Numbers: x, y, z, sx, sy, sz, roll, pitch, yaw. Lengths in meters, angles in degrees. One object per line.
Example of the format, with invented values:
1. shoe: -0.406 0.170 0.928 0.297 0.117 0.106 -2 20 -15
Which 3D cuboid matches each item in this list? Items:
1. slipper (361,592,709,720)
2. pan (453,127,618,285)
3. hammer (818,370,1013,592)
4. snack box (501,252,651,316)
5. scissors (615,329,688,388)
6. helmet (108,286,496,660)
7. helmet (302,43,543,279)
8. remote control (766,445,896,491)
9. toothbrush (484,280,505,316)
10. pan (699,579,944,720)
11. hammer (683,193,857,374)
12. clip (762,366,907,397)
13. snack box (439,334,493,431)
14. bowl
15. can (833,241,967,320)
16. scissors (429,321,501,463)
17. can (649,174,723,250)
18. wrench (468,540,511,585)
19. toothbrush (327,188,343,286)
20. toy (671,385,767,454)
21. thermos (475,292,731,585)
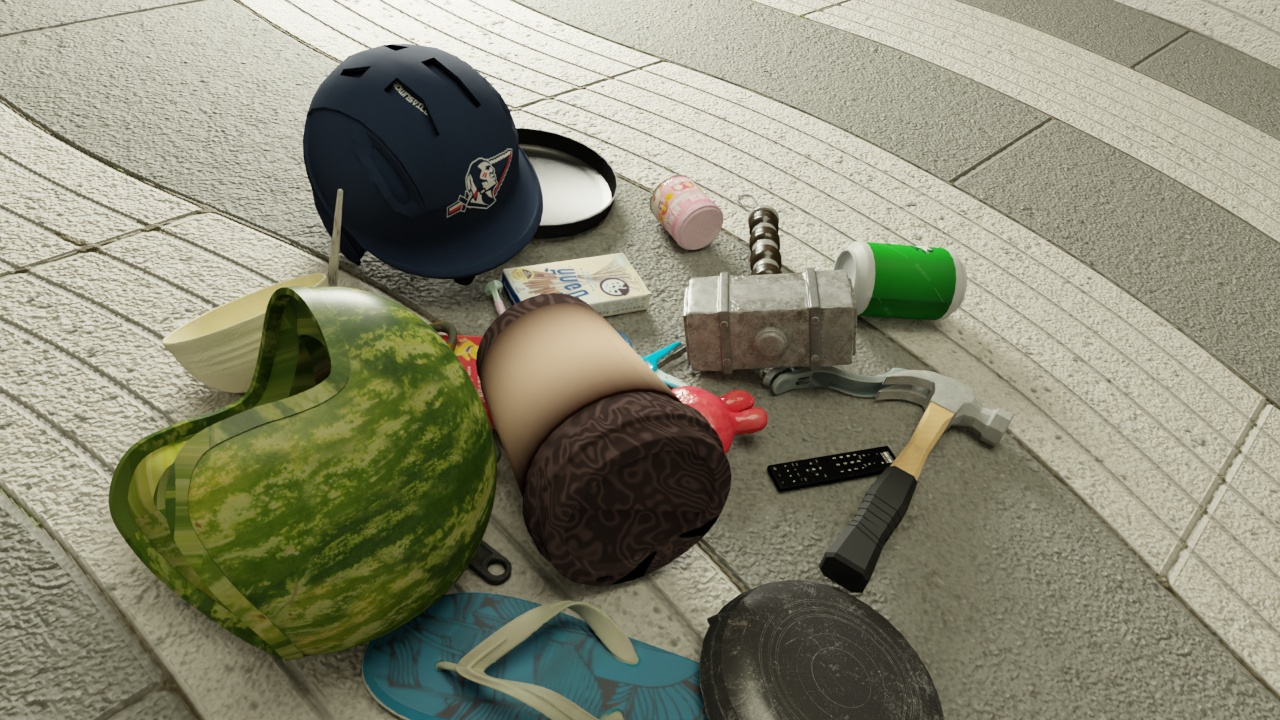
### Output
1. slipper: -0.055 0.228 0.680 0.295 0.060 0.118 14 39 1
2. pan: -0.156 -0.187 1.120 0.225 0.034 0.355 16 42 3
3. hammer: 0.254 0.107 0.883 0.131 0.039 0.327 29 40 18
4. snack box: -0.072 -0.080 1.031 0.149 0.026 0.082 -11 47 -24
5. scissors: -0.006 0.005 0.967 0.140 0.011 0.133 36 49 25
6. helmet: -0.221 0.080 0.670 0.243 0.214 0.246 50 56 -22
7. helmet: -0.227 -0.212 0.984 0.272 0.224 0.231 45 60 -1
8. remote control: 0.193 0.106 0.907 0.140 0.009 0.030 -7 46 -20
9. toothbrush: -0.139 -0.032 0.971 0.022 0.015 0.154 -28 50 2
10. pan: 0.110 0.285 0.641 0.208 0.040 0.355 32 38 10
11. hammer: 0.146 -0.109 1.062 0.177 0.080 0.325 -3 36 8
12. clip: 0.221 -0.002 1.021 0.165 0.032 0.164 13 41 2
13. snack box: -0.189 0.026 0.891 0.089 0.021 0.132 2 43 -12
14. bowl: -0.345 -0.017 0.841 0.151 0.075 0.150 -18 20 7
15. can: 0.308 -0.094 1.095 0.140 0.088 0.087 3 43 -11
16. scissors: -0.218 0.042 0.839 0.230 0.016 0.224 27 47 20
17. can: 0.058 -0.185 1.146 0.067 0.067 0.076 -14 48 -27
18. wrench: -0.217 0.108 0.800 0.273 0.018 0.072 33 46 19
19. toothbrush: -0.291 -0.086 0.869 0.010 0.182 0.010 7 39 -16
20. toy: 0.057 0.060 0.897 0.135 0.045 0.091 -8 48 -14
21. thermos: -0.047 0.055 0.796 0.172 0.173 0.226 -11 41 -24
